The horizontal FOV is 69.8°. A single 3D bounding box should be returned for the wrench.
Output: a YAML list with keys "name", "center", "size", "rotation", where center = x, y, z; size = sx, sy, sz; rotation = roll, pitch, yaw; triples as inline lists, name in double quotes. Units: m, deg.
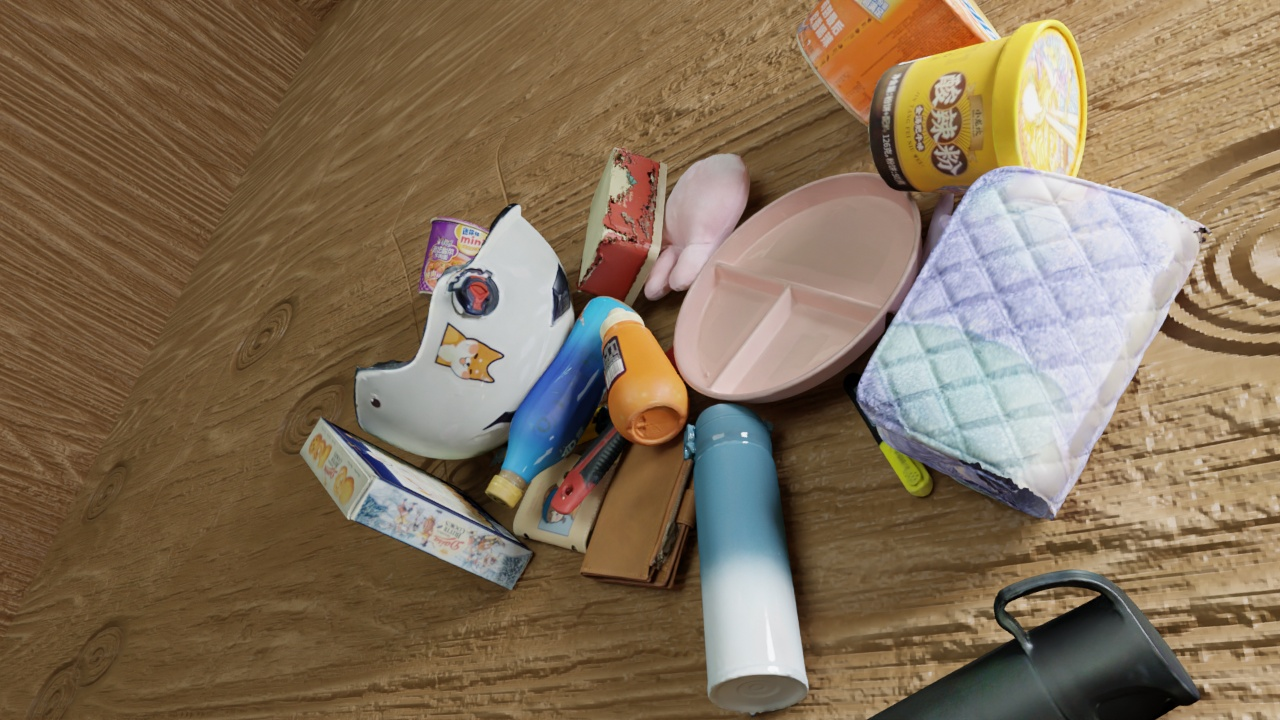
- name: "wrench"
  center: [0.008, 0.024, 0.815]
  size: [0.056, 0.016, 0.273]
  rotation: [15, 64, 49]

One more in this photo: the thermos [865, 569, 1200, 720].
- name: "thermos"
  center: [0.151, 0.196, 0.479]
  size: [0.243, 0.090, 0.068]
  rotation: [-40, -5, 19]

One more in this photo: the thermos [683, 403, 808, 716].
- name: "thermos"
  center: [0.070, 0.129, 0.646]
  size: [0.070, 0.070, 0.220]
  rotation: [-32, 41, 29]

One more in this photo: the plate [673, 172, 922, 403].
- name: "plate"
  center: [0.124, -0.058, 0.740]
  size: [0.230, 0.028, 0.229]
  rotation: [-32, 34, 25]

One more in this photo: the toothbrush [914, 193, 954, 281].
- name: "toothbrush"
  center: [0.225, -0.106, 0.699]
  size: [0.029, 0.021, 0.188]
  rotation: [-32, 36, 67]

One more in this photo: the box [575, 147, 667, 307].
- name: "box"
  center: [-0.025, -0.142, 0.934]
  size: [0.168, 0.075, 0.092]
  rotation: [-85, 19, -47]

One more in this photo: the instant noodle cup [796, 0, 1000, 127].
- name: "instant noodle cup"
  center: [0.208, -0.267, 0.754]
  size: [0.112, 0.151, 0.151]
  rotation: [-41, 36, 33]

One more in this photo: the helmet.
- name: "helmet"
  center: [-0.156, -0.008, 0.933]
  size: [0.274, 0.157, 0.230]
  rotation: [-51, 5, -8]

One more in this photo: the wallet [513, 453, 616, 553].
- name: "wallet"
  center: [-0.067, 0.128, 0.844]
  size: [0.115, 0.024, 0.087]
  rotation: [0, 66, 51]

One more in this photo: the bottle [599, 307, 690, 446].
- name: "bottle"
  center: [-0.005, 0.005, 0.783]
  size: [0.067, 0.066, 0.149]
  rotation: [-41, 39, 18]

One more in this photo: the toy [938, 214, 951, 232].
- name: "toy"
  center: [0.223, -0.045, 0.636]
  size: [0.084, 0.039, 0.108]
  rotation: [25, 79, 36]

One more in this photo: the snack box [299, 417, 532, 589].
- name: "snack box"
  center: [-0.216, 0.134, 0.871]
  size: [0.178, 0.182, 0.045]
  rotation: [23, 80, 55]

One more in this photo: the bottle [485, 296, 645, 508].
- name: "bottle"
  center: [-0.074, 0.039, 0.859]
  size: [0.065, 0.065, 0.218]
  rotation: [4, 54, 51]

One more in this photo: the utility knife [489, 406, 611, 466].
- name: "utility knife"
  center: [-0.094, 0.079, 0.919]
  size: [0.181, 0.015, 0.033]
  rotation: [-22, 43, 37]

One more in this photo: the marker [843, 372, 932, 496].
- name: "marker"
  center: [0.169, 0.048, 0.641]
  size: [0.018, 0.015, 0.124]
  rotation: [-40, 36, 15]

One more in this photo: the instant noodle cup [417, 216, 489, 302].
- name: "instant noodle cup"
  center: [-0.229, -0.116, 1.170]
  size: [0.112, 0.111, 0.099]
  rotation: [3, 72, 50]

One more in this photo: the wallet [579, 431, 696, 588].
- name: "wallet"
  center: [0.007, 0.120, 0.756]
  size: [0.108, 0.031, 0.131]
  rotation: [-10, 54, 49]

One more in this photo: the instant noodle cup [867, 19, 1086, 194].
- name: "instant noodle cup"
  center: [0.234, -0.168, 0.645]
  size: [0.115, 0.118, 0.118]
  rotation: [8, 67, 44]

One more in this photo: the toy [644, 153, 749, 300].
- name: "toy"
  center: [0.052, -0.129, 0.890]
  size: [0.121, 0.054, 0.159]
  rotation: [-9, 54, 60]

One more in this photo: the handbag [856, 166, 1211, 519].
- name: "handbag"
  center: [0.232, -0.016, 0.560]
  size: [0.134, 0.075, 0.193]
  rotation: [28, 84, 38]
